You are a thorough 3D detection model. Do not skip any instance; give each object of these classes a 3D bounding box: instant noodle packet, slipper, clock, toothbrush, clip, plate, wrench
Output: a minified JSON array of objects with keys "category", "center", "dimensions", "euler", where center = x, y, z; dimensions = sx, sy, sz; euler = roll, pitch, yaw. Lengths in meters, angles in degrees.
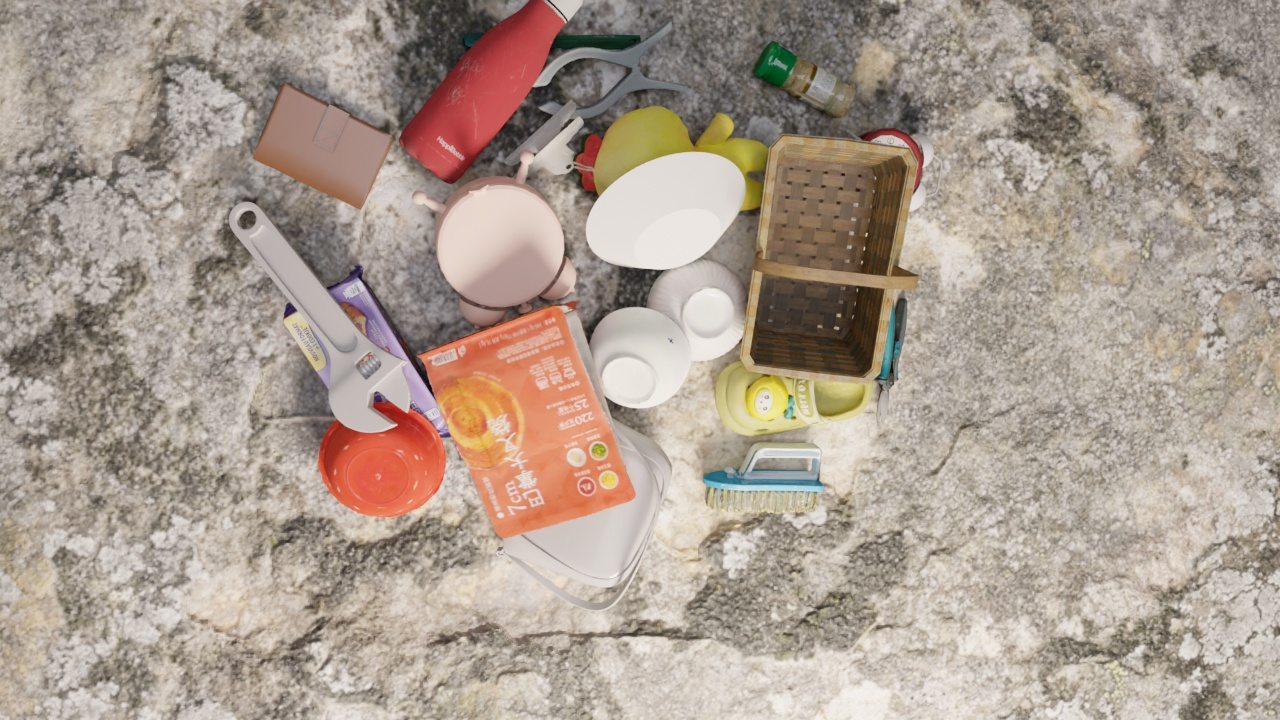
[{"category":"instant noodle packet","center":[-0.113,0.066,0.957],"dimensions":[0.164,0.084,0.221],"euler":[-19,93,11]},{"category":"slipper","center":[0.181,0.042,1.037],"dimensions":[0.190,0.081,0.092],"euler":[-5,101,-11]},{"category":"clock","center":[-0.144,-0.118,0.951],"dimensions":[0.131,0.086,0.161],"euler":[-22,122,-6]},{"category":"toothbrush","center":[-0.093,-0.339,0.973],"dimensions":[0.189,0.017,0.016],"euler":[-3,98,-8]},{"category":"clock","center":[0.281,-0.216,1.035],"dimensions":[0.124,0.044,0.087],"euler":[8,96,-9]},{"category":"clip","center":[-0.038,-0.316,0.969],"dimensions":[0.163,0.027,0.106],"euler":[-13,112,-6]},{"category":"plate","center":[0.033,-0.138,0.947],"dimensions":[0.174,0.174,0.036],"euler":[-16,61,-7]},{"category":"clip","center":[-0.095,-0.226,0.975],"dimensions":[0.102,0.053,0.057],"euler":[-37,87,17]},{"category":"wrench","center":[-0.327,-0.043,0.914],"dimensions":[0.087,0.018,0.273],"euler":[-41,86,1]}]

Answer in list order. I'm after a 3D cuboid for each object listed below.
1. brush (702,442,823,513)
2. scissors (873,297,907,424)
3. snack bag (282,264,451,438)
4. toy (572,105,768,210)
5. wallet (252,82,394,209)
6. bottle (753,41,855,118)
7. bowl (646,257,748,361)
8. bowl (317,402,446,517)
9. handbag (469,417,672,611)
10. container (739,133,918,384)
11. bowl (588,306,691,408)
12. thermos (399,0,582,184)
[{"category":"brush","center":[0.138,0.133,1.053],"dimensions":[0.136,0.055,0.075],"euler":[1,102,-9]},{"category":"scissors","center":[0.291,-0.005,1.070],"dimensions":[0.149,0.019,0.131],"euler":[-54,135,-29]},{"category":"snack bag","center":[-0.282,0.010,0.971],"dimensions":[0.096,0.058,0.205],"euler":[-28,104,0]},{"category":"toy","center":[0.037,-0.200,0.976],"dimensions":[0.207,0.092,0.134],"euler":[-3,113,-17]},{"category":"wallet","center":[-0.329,-0.222,0.954],"dimensions":[0.121,0.013,0.087],"euler":[25,98,-11]},{"category":"bottle","center":[0.181,-0.307,1.008],"dimensions":[0.111,0.043,0.043],"euler":[24,93,-12]},{"category":"bowl","center":[0.069,-0.054,1.014],"dimensions":[0.118,0.062,0.118],"euler":[-1,98,-9]},{"category":"bowl","center":[-0.267,0.111,0.943],"dimensions":[0.130,0.045,0.130],"euler":[-2,107,-8]},{"category":"handbag","center":[-0.093,0.150,1.009],"dimensions":[0.222,0.095,0.216],"euler":[23,92,1]},{"category":"container","center":[0.191,-0.100,0.940],"dimensions":[0.157,0.186,0.250],"euler":[7,105,2]},{"category":"bowl","center":[-0.006,0.006,0.986],"dimensions":[0.113,0.063,0.114],"euler":[7,124,10]},{"category":"thermos","center":[-0.146,-0.292,0.934],"dimensions":[0.073,0.073,0.240],"euler":[40,95,-12]}]
